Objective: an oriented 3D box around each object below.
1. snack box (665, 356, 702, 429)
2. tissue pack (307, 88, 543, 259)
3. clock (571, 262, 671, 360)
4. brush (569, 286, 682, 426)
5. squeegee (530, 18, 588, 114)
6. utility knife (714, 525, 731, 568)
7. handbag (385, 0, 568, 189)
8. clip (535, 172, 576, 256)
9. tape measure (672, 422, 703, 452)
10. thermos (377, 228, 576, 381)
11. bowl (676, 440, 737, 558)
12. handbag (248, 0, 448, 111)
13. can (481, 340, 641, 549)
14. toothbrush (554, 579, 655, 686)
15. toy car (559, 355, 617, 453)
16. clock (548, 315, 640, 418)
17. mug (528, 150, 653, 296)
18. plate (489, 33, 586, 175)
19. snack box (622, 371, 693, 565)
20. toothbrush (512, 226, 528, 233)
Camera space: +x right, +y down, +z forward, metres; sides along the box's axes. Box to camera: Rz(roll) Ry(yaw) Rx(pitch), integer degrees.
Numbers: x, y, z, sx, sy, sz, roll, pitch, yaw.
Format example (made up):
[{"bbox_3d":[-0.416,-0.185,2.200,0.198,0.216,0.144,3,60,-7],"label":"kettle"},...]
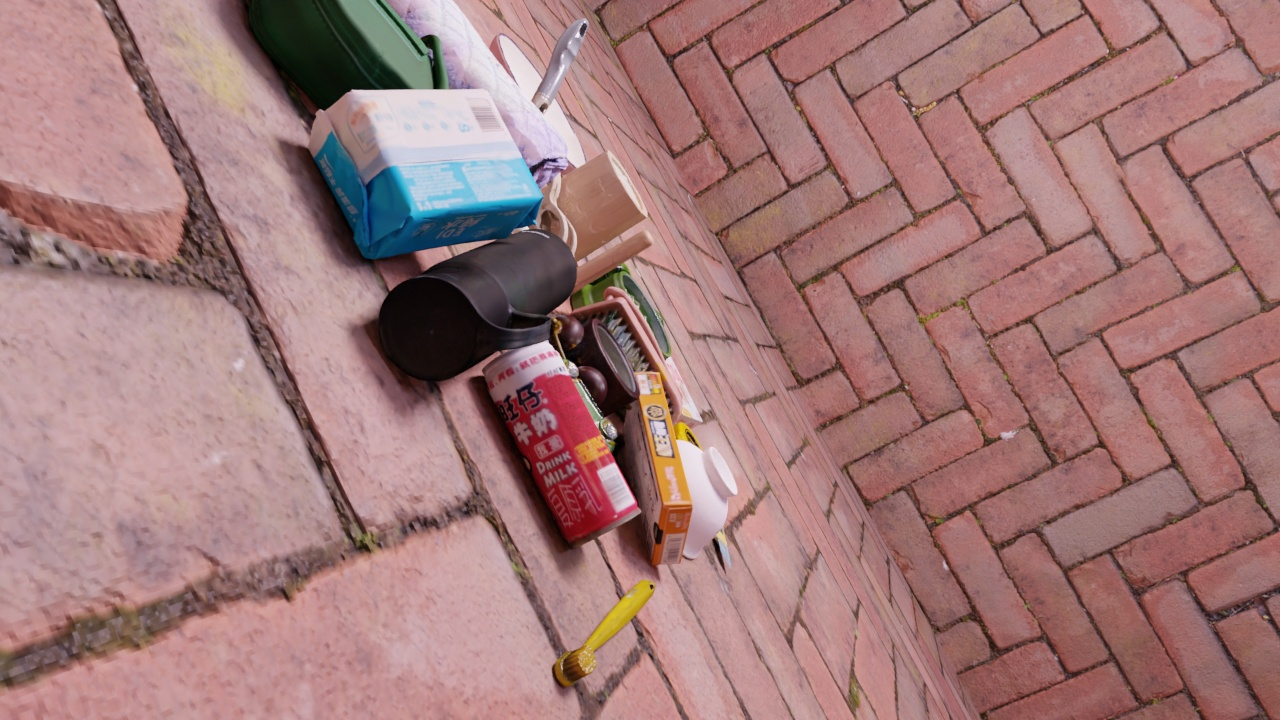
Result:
[{"bbox_3d":[0.018,0.005,1.056,0.156,0.027,0.084,64,13,17],"label":"snack box"},{"bbox_3d":[-0.132,-0.117,0.578,0.139,0.063,0.090,-21,81,-49],"label":"tissue pack"},{"bbox_3d":[-0.017,-0.043,0.955,0.116,0.056,0.161,56,14,-25],"label":"clock"},{"bbox_3d":[-0.005,0.005,0.852,0.146,0.063,0.072,57,41,-25],"label":"brush"},{"bbox_3d":[-0.107,-0.283,1.014,0.246,0.039,0.246,45,54,-49],"label":"squeegee"},{"bbox_3d":[0.077,0.158,0.992,0.031,0.019,0.177,47,22,-28],"label":"utility knife"},{"bbox_3d":[-0.143,-0.222,0.757,0.194,0.076,0.134,49,13,-4],"label":"handbag"},{"bbox_3d":[-0.087,-0.143,0.886,0.097,0.060,0.034,65,9,23],"label":"clip"},{"bbox_3d":[0.044,0.095,0.955,0.060,0.029,0.057,54,15,-28],"label":"tape measure"},{"bbox_3d":[-0.088,-0.040,0.613,0.242,0.090,0.068,-65,168,-74],"label":"thermos"},{"bbox_3d":[0.050,0.116,0.849,0.118,0.065,0.118,56,13,-20],"label":"bowl"},{"bbox_3d":[-0.185,-0.220,0.611,0.131,0.068,0.120,47,34,-41],"label":"handbag"},{"bbox_3d":[-0.053,0.054,0.606,0.132,0.053,0.053,62,13,6],"label":"can"},{"bbox_3d":[-0.016,0.168,0.586,0.015,0.017,0.190,63,13,6],"label":"toothbrush"},{"bbox_3d":[-0.055,0.038,0.656,0.091,0.043,0.036,54,27,8],"label":"toy car"},{"bbox_3d":[-0.045,0.008,0.734,0.082,0.055,0.122,66,11,20],"label":"clock"},{"bbox_3d":[-0.050,-0.138,0.928,0.084,0.104,0.124,42,22,-56],"label":"mug"},{"bbox_3d":[-0.132,-0.304,1.122,0.192,0.039,0.192,56,14,-22],"label":"plate"},{"bbox_3d":[0.012,0.086,0.763,0.153,0.026,0.075,-104,-162,-48],"label":"snack box"},{"bbox_3d":[-0.124,-0.130,0.820,0.189,0.020,0.029,42,29,-58],"label":"toothbrush"}]
